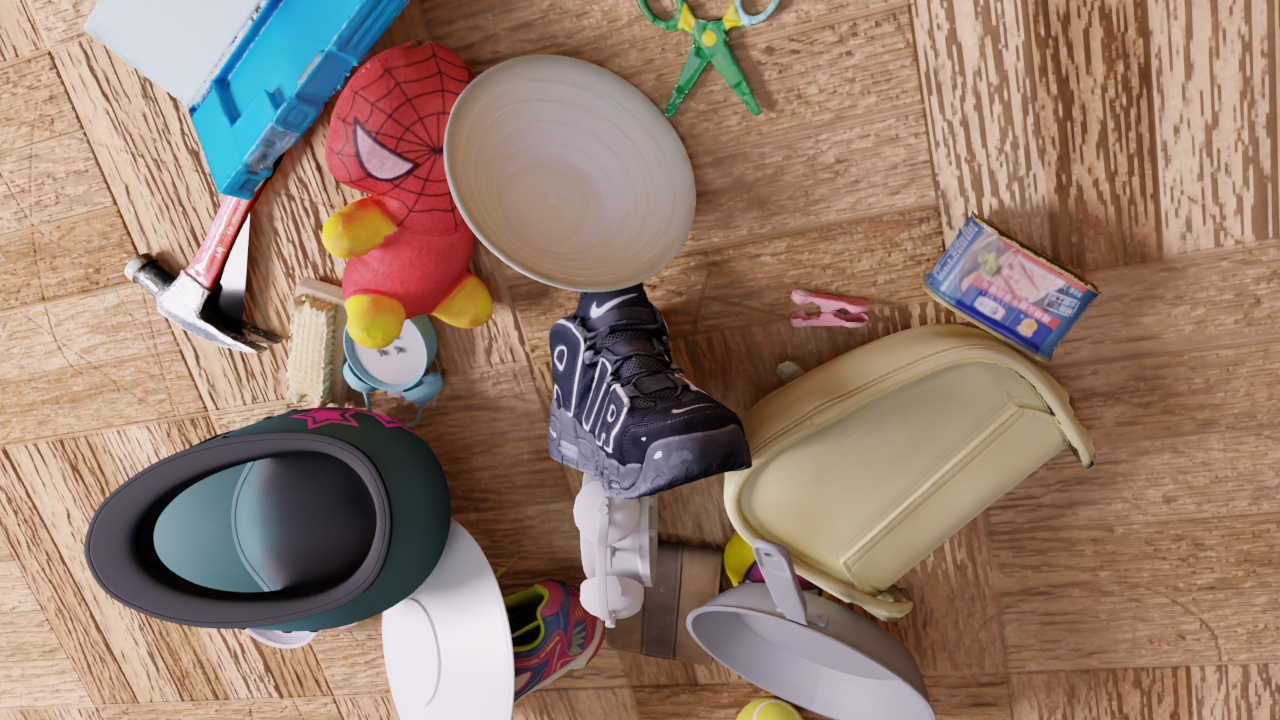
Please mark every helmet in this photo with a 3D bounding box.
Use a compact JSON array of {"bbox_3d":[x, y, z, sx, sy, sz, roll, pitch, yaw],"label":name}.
[{"bbox_3d":[-0.291,0.130,0.742,0.274,0.200,0.176,-7,85,-4],"label":"helmet"}]

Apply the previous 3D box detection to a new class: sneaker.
[{"bbox_3d":[-0.004,0.004,0.632,0.097,0.253,0.151,-11,96,-20],"label":"sneaker"},{"bbox_3d":[-0.148,0.261,0.832,0.242,0.116,0.091,-33,132,21],"label":"sneaker"}]

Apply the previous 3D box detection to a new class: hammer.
[{"bbox_3d":[-0.301,-0.145,0.734,0.140,0.036,0.327,38,116,-1],"label":"hammer"}]

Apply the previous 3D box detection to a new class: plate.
[{"bbox_3d":[-0.184,0.249,0.792,0.230,0.030,0.229,0,90,49],"label":"plate"}]

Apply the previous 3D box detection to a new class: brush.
[{"bbox_3d":[-0.275,-0.009,0.780,0.049,0.039,0.117,19,115,8],"label":"brush"}]

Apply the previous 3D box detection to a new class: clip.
[{"bbox_3d":[0.136,-0.032,0.671,0.060,0.023,0.044,24,121,6],"label":"clip"}]

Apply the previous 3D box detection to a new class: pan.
[{"bbox_3d":[0.117,0.191,0.663,0.201,0.050,0.357,14,148,24],"label":"pan"}]

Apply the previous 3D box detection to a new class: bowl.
[{"bbox_3d":[-0.053,-0.118,0.631,0.176,0.176,0.058,42,150,-5],"label":"bowl"}]

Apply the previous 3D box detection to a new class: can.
[{"bbox_3d":[0.248,-0.050,0.616,0.100,0.053,0.059,31,114,0],"label":"can"}]

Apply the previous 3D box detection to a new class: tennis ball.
[{"bbox_3d":[0.114,0.330,0.804,0.065,0.065,0.065,5,113,13],"label":"tennis ball"}]

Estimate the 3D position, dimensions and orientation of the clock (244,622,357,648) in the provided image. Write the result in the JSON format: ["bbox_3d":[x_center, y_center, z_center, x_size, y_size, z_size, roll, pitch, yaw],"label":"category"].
[{"bbox_3d":[-0.322,0.212,0.875,0.158,0.058,0.117,-22,105,21],"label":"clock"}]

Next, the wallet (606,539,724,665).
[{"bbox_3d":[0.020,0.209,0.801,0.099,0.026,0.121,6,114,10],"label":"wallet"}]

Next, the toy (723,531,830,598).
[{"bbox_3d":[0.115,0.166,0.747,0.095,0.041,0.094,7,121,9],"label":"toy"}]

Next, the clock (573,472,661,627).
[{"bbox_3d":[-0.014,0.132,0.707,0.061,0.159,0.120,0,112,5],"label":"clock"}]

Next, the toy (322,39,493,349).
[{"bbox_3d":[-0.163,-0.120,0.661,0.099,0.147,0.217,28,123,35],"label":"toy"}]

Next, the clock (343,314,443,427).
[{"bbox_3d":[-0.208,0.004,0.766,0.087,0.041,0.123,12,115,10],"label":"clock"}]

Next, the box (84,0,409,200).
[{"bbox_3d":[-0.252,-0.251,0.628,0.244,0.070,0.171,-40,92,25],"label":"box"}]

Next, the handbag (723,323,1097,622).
[{"bbox_3d":[0.183,0.067,0.652,0.233,0.088,0.191,-41,102,10],"label":"handbag"}]

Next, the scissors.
[{"bbox_3d":[0.051,-0.223,0.619,0.130,0.011,0.125,-32,100,24],"label":"scissors"}]
